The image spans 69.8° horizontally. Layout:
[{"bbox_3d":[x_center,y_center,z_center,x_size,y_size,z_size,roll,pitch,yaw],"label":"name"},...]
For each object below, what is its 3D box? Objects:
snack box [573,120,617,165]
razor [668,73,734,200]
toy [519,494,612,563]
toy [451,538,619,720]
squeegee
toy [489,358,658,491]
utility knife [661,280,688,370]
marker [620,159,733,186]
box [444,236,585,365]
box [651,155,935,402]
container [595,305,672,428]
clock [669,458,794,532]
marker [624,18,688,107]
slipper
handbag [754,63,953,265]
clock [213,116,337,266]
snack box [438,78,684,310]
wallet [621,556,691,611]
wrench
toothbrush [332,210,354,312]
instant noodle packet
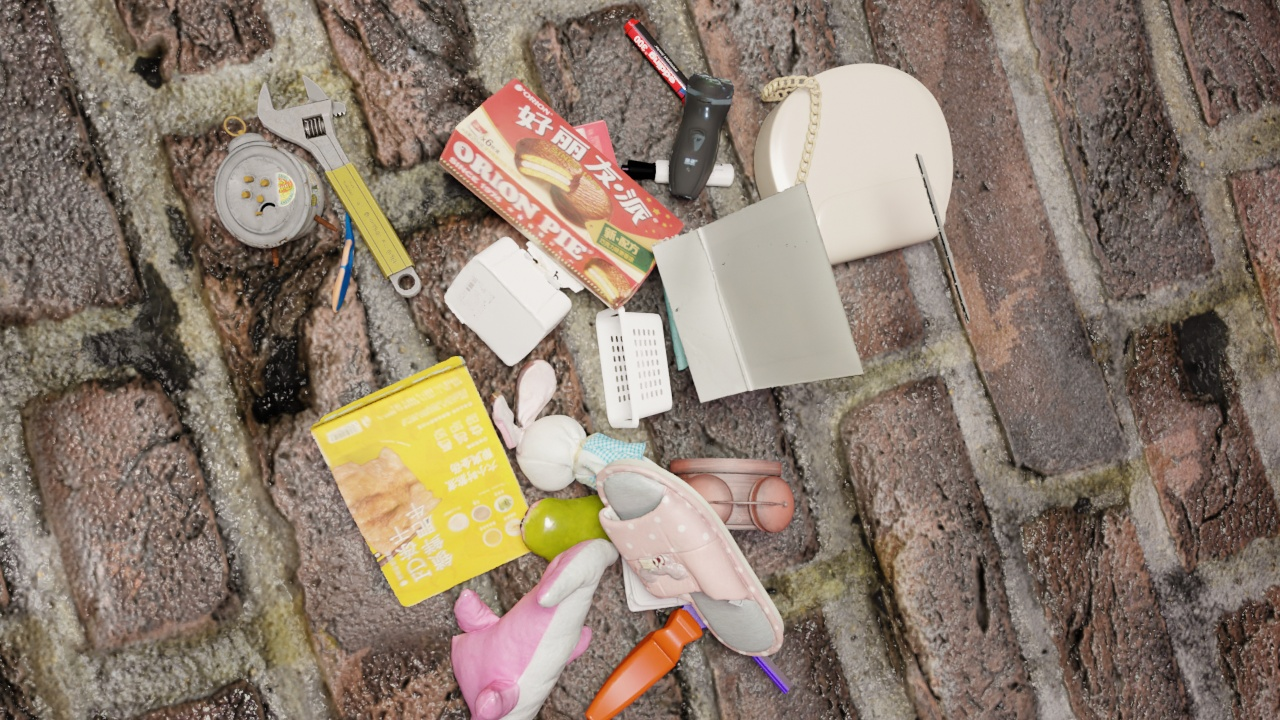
[{"bbox_3d":[-0.064,-0.189,1.009,0.089,0.021,0.133,-16,90,-10],"label":"snack box"},{"bbox_3d":[0.063,-0.244,0.992,0.053,0.064,0.140,13,82,6],"label":"razor"},{"bbox_3d":[-0.074,0.179,0.964,0.110,0.051,0.090,27,88,-32],"label":"toy"},{"bbox_3d":[-0.126,0.272,0.916,0.128,0.186,0.266,37,110,15],"label":"toy"},{"bbox_3d":[0.013,0.317,0.979,0.184,0.055,0.249,-40,85,-23],"label":"squeegee"},{"bbox_3d":[-0.064,0.099,0.958,0.205,0.130,0.106,29,121,4],"label":"toy"},{"bbox_3d":[0.037,-0.054,1.015,0.022,0.015,0.129,-19,101,-42],"label":"utility knife"},{"bbox_3d":[0.041,-0.210,1.027,0.126,0.025,0.025,1,87,-10],"label":"marker"},{"bbox_3d":[-0.111,-0.089,0.966,0.109,0.124,0.136,44,46,-5],"label":"box"},{"bbox_3d":[0.112,-0.059,0.854,0.150,0.369,0.167,-19,93,-10],"label":"box"},{"bbox_3d":[-0.006,0.006,0.984,0.049,0.081,0.129,-7,88,-21],"label":"container"},{"bbox_3d":[0.091,0.140,0.952,0.120,0.158,0.072,3,81,-10],"label":"clock"},{"bbox_3d":[0.033,-0.322,1.033,0.023,0.021,0.145,-41,94,-2],"label":"marker"},{"bbox_3d":[0.048,0.205,0.899,0.274,0.114,0.054,52,43,-19],"label":"slipper"},{"bbox_3d":[0.240,-0.220,1.023,0.210,0.103,0.208,-15,93,-9],"label":"handbag"},{"bbox_3d":[-0.379,-0.178,0.925,0.104,0.056,0.148,-27,91,13],"label":"clock"},{"bbox_3d":[-0.077,-0.170,0.940,0.236,0.060,0.112,40,49,-6],"label":"snack box"},{"bbox_3d":[0.037,0.220,0.980,0.116,0.032,0.086,-5,69,-24],"label":"wallet"},{"bbox_3d":[-0.308,-0.181,0.956,0.083,0.018,0.273,-30,85,-11],"label":"wrench"},{"bbox_3d":[-0.308,-0.116,0.966,0.017,0.021,0.135,5,84,6],"label":"toothbrush"},{"bbox_3d":[-0.215,0.128,0.948,0.163,0.084,0.221,-24,103,-11],"label":"instant noodle packet"}]
